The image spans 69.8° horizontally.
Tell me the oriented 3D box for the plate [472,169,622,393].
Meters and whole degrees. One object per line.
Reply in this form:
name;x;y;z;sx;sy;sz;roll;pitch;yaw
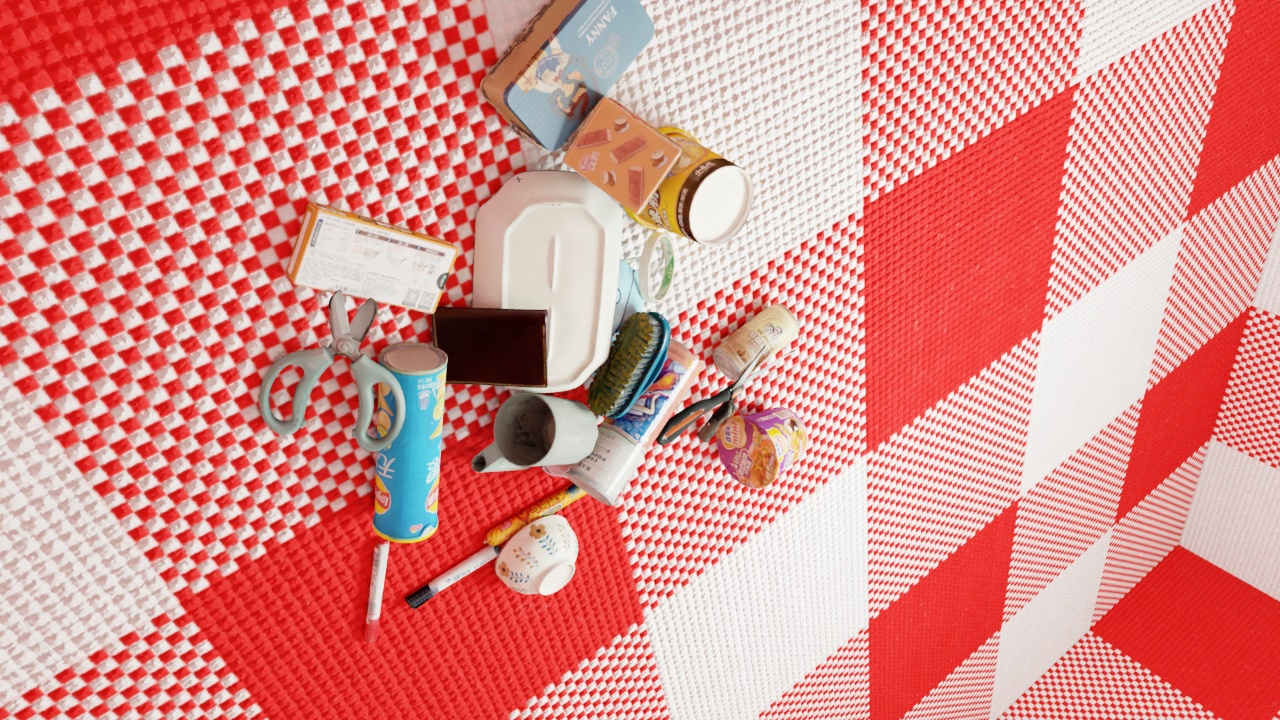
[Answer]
plate;-0.099;-0.072;0.993;0.162;0.034;0.266;-1;119;-17

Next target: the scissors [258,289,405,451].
scissors;-0.280;0.020;0.897;0.172;0.019;0.177;34;102;-18

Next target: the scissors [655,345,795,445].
scissors;0.114;0.056;1.231;0.233;0.021;0.221;-30;159;-17

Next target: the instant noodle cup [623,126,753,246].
instant noodle cup;0.056;-0.190;1.034;0.118;0.114;0.119;-21;128;-30

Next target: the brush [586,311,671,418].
brush;-0.006;0.006;1.089;0.073;0.055;0.144;5;120;-50

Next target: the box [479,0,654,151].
box;-0.067;-0.300;0.900;0.184;0.062;0.090;-51;137;-1

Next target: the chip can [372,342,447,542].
chip can;-0.247;0.090;0.980;0.071;0.071;0.211;-10;122;-36

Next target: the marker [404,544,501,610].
marker;-0.231;0.268;1.142;0.130;0.018;0.023;-29;132;-23

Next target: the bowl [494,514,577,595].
bowl;-0.124;0.260;1.180;0.113;0.062;0.114;-29;143;-25

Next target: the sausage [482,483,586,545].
sausage;-0.130;0.195;1.180;0.164;0.021;0.021;-27;130;-26

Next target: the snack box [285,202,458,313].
snack box;-0.257;-0.096;0.890;0.153;0.026;0.075;12;108;-43

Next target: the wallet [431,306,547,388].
wallet;-0.159;-0.013;0.979;0.122;0.020;0.096;3;122;0

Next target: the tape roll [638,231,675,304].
tape roll;0.020;-0.110;1.094;0.085;0.014;0.086;10;90;-68

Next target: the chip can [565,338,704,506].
chip can;-0.005;0.074;1.149;0.214;0.071;0.071;-55;137;-15

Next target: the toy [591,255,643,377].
toy;-0.040;-0.053;1.085;0.161;0.050;0.156;24;101;-49

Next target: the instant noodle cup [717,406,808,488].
instant noodle cup;0.185;0.121;1.347;0.099;0.112;0.112;-19;126;-42

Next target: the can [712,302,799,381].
can;0.159;-0.025;1.262;0.116;0.058;0.058;-38;134;-16

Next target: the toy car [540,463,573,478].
toy car;-0.074;0.129;1.177;0.122;0.037;0.056;17;102;-44

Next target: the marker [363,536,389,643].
marker;-0.310;0.270;1.077;0.017;0.017;0.145;-5;118;-38

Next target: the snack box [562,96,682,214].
snack box;-0.016;-0.212;0.941;0.094;0.092;0.077;34;105;-6

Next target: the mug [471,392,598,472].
mug;-0.123;0.092;1.074;0.124;0.083;0.103;-36;161;19
